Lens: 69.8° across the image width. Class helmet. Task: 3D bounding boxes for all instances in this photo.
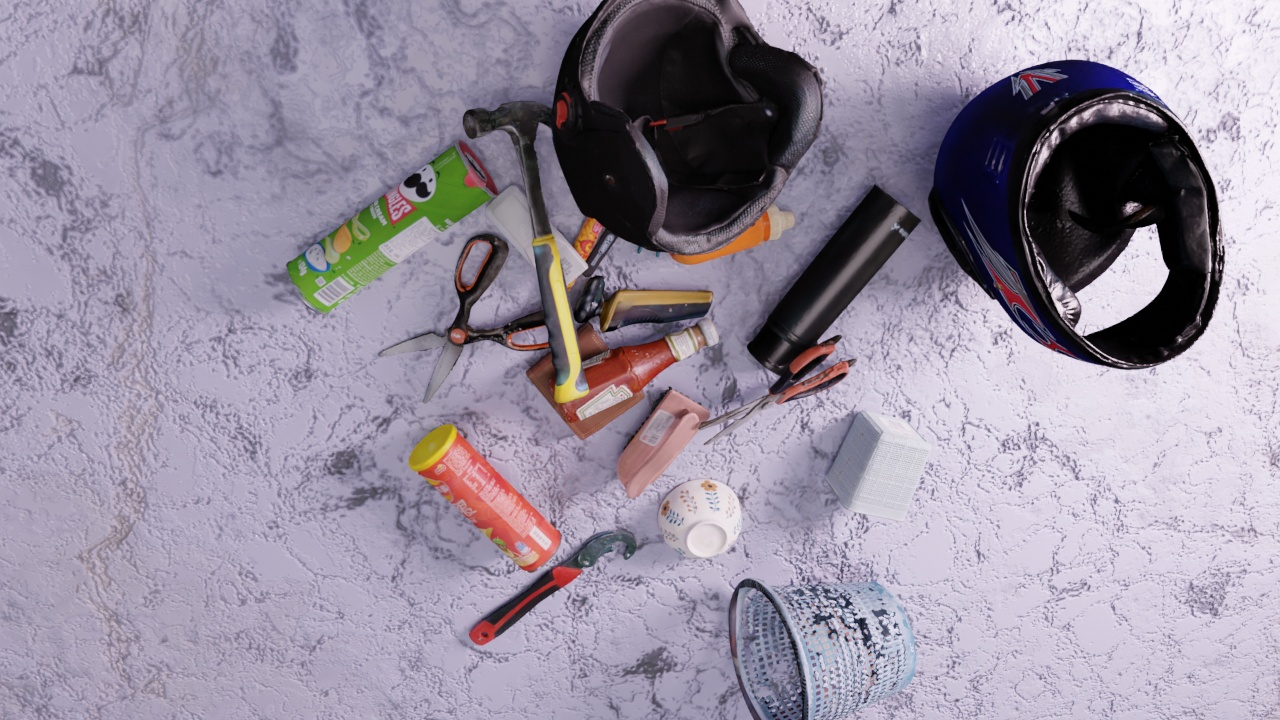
[{"bbox_3d":[0.023,-0.238,0.898,0.232,0.230,0.275,-28,111,-28],"label":"helmet"},{"bbox_3d":[0.449,-0.158,0.979,0.247,0.240,0.315,-27,105,4],"label":"helmet"}]

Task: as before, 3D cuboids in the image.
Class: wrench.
[{"bbox_3d":[-0.124,0.310,1.254,0.273,0.016,0.056,-34,114,8],"label":"wrench"}]

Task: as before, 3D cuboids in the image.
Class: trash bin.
[{"bbox_3d":[0.254,0.394,1.253,0.195,0.226,0.227,-7,117,-19],"label":"trash bin"}]

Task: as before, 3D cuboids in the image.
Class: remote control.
[{"bbox_3d":[-0.117,-0.136,1.026,0.049,0.024,0.125,-39,103,13],"label":"remote control"}]

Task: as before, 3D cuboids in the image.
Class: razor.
[{"bbox_3d":[0.004,-0.068,1.076,0.167,0.062,0.067,-3,84,-12],"label":"razor"}]

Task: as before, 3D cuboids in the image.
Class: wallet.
[{"bbox_3d":[-0.066,0.027,1.120,0.101,0.032,0.124,-35,115,6],"label":"wallet"}]

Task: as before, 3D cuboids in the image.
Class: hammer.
[{"bbox_3d":[-0.098,-0.113,0.985,0.125,0.032,0.323,-21,109,-34],"label":"hammer"}]

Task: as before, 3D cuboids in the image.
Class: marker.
[{"bbox_3d":[-0.032,-0.147,1.049,0.018,0.015,0.124,30,110,-15],"label":"marker"}]

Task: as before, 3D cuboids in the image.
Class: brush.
[{"bbox_3d":[0.021,0.106,1.145,0.063,0.073,0.146,30,110,-21],"label":"brush"}]

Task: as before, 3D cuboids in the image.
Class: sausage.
[{"bbox_3d":[-0.074,-0.116,1.054,0.021,0.021,0.165,22,111,-17],"label":"sausage"}]

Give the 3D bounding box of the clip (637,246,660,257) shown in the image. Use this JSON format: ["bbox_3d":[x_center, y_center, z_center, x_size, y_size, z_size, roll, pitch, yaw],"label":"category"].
[{"bbox_3d":[0.016,-0.146,1.057,0.038,0.013,0.055,11,115,-13],"label":"clip"}]

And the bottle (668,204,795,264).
[{"bbox_3d":[0.105,-0.150,1.044,0.149,0.066,0.067,-11,116,-11],"label":"bottle"}]

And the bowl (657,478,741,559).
[{"bbox_3d":[0.083,0.219,1.214,0.113,0.062,0.114,-3,114,-7],"label":"bowl"}]

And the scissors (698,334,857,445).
[{"bbox_3d":[0.172,0.038,1.122,0.188,0.015,0.227,-1,142,-44],"label":"scissors"}]

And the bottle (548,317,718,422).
[{"bbox_3d":[-0.006,0.006,1.077,0.206,0.059,0.060,-25,116,-4],"label":"bottle"}]

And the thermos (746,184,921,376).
[{"bbox_3d":[0.230,-0.089,1.093,0.089,0.068,0.243,15,119,-50],"label":"thermos"}]

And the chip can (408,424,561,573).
[{"bbox_3d":[-0.190,0.174,1.149,0.073,0.073,0.216,-37,115,10],"label":"chip can"}]

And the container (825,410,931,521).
[{"bbox_3d":[0.310,0.134,1.190,0.090,0.090,0.112,13,110,-14],"label":"container"}]

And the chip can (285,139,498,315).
[{"bbox_3d":[-0.268,-0.141,0.988,0.236,0.072,0.072,-33,115,8],"label":"chip can"}]

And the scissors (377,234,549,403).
[{"bbox_3d":[-0.192,-0.039,1.064,0.229,0.021,0.221,11,110,-2],"label":"scissors"}]
